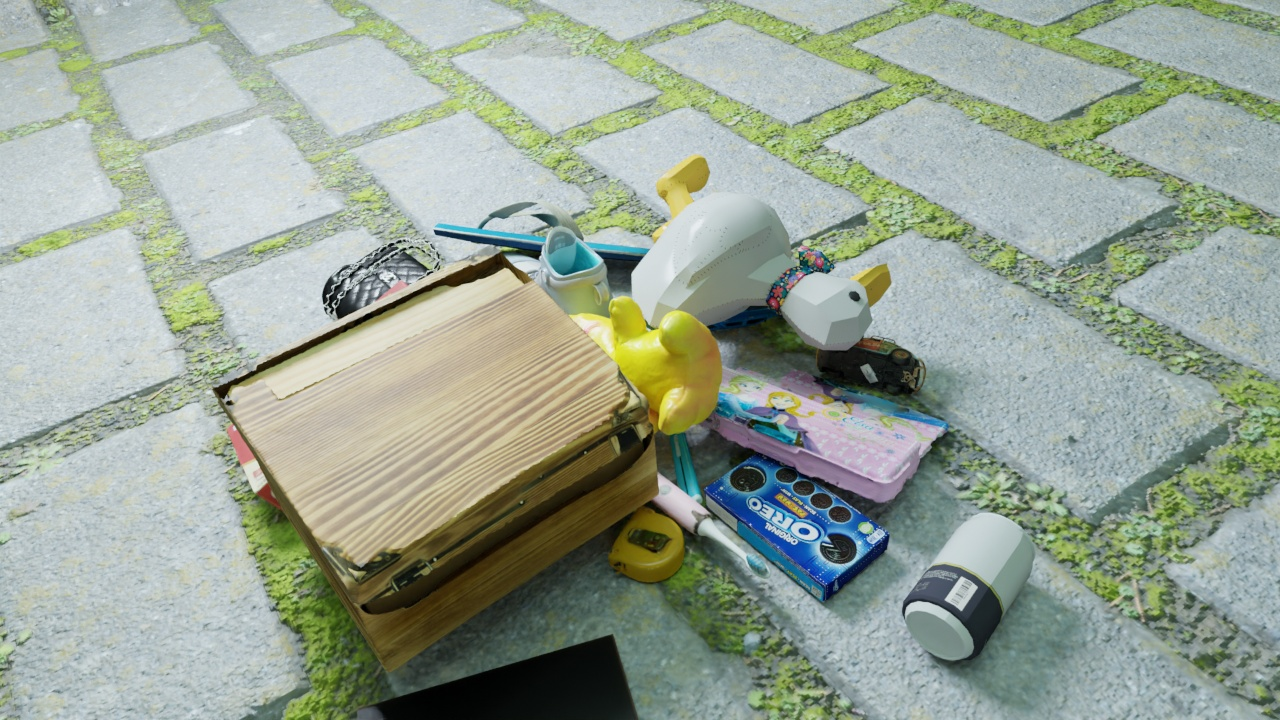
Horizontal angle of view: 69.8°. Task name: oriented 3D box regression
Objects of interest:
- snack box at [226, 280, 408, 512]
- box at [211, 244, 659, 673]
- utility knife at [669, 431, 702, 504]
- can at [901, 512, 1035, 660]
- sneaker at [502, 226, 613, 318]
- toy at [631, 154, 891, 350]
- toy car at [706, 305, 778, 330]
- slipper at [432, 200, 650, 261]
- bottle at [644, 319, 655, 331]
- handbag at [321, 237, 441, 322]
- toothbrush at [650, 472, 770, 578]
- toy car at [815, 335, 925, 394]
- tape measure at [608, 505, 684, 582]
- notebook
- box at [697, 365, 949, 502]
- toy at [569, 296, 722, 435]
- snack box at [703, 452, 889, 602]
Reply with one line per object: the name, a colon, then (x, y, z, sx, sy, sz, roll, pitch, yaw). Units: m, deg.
snack box: (-0.291, 0.035, 0.920, 0.236, 0.060, 0.113, -41, 47, -5)
box: (-0.158, 0.072, 0.769, 0.278, 0.176, 0.247, -29, 49, -26)
utility knife: (0.037, 0.086, 0.909, 0.022, 0.015, 0.168, -35, 36, 16)
can: (0.264, 0.175, 0.729, 0.064, 0.064, 0.127, 26, 50, 33)
sneaker: (-0.107, -0.098, 1.035, 0.092, 0.161, 0.257, -28, 46, -23)
toy: (0.107, -0.091, 0.950, 0.246, 0.141, 0.267, -26, 55, -23)
toy car: (0.118, -0.065, 1.051, 0.120, 0.044, 0.056, -10, 40, 2)
slipper: (-0.112, -0.163, 1.156, 0.295, 0.060, 0.118, 8, 1, 10)
bottle: (0.032, -0.015, 1.019, 0.025, 0.025, 0.106, -31, 45, -26)
handbag: (-0.299, -0.078, 1.077, 0.124, 0.115, 0.154, -35, 51, -26)
toothbrush: (0.037, 0.132, 0.828, 0.027, 0.026, 0.223, -45, 45, -14)
toy car: (0.241, -0.002, 0.955, 0.112, 0.047, 0.047, 14, 35, 18)
tape measure: (0.009, 0.165, 0.807, 0.059, 0.030, 0.068, 15, 45, 27)
notebook: (-0.104, 0.293, 0.686, 0.209, 0.008, 0.141, -14, 40, -8)
box: (0.169, 0.050, 0.896, 0.231, 0.035, 0.159, 22, 35, 32)
toy: (-0.005, 0.005, 0.885, 0.087, 0.134, 0.194, -12, 4, -41)
snack box: (0.135, 0.141, 0.816, 0.082, 0.027, 0.150, -30, 44, -28)
